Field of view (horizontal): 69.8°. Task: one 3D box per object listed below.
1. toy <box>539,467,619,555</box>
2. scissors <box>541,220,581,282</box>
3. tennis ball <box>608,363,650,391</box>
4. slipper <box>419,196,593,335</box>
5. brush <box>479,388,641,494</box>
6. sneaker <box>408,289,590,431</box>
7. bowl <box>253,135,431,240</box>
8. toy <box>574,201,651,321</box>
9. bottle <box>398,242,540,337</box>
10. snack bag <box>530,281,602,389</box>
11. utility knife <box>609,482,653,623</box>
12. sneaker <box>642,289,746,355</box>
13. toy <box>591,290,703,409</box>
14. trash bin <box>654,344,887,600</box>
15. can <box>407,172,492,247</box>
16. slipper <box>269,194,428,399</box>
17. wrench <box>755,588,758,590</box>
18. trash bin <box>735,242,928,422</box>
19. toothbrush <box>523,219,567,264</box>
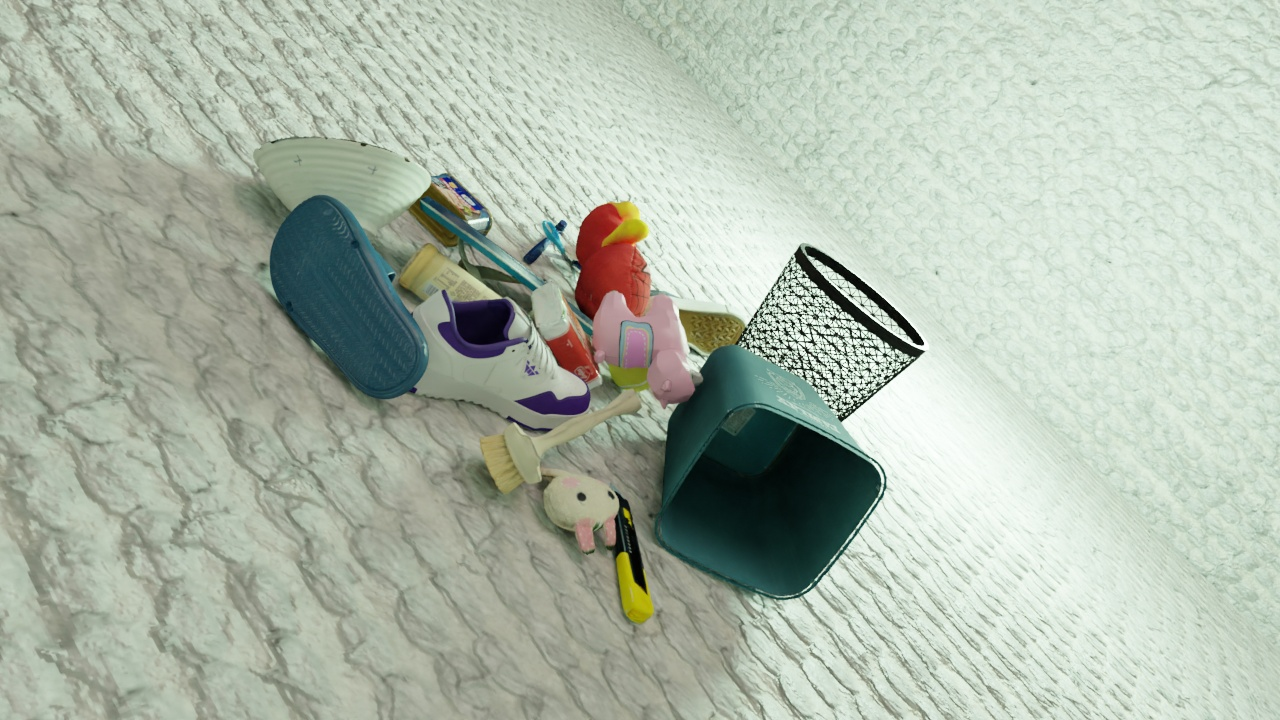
[{"bbox_3d":[-0.059,0.134,0.876,0.087,0.050,0.112,10,43,-49],"label":"toy"},{"bbox_3d":[-0.102,-0.147,1.313,0.133,0.014,0.127,18,42,-54],"label":"scissors"},{"bbox_3d":[-0.007,0.007,1.144,0.065,0.065,0.065,32,25,-18],"label":"tennis ball"},{"bbox_3d":[-0.163,-0.097,1.092,0.294,0.060,0.118,38,4,-43],"label":"slipper"},{"bbox_3d":[-0.069,0.070,0.924,0.271,0.077,0.062,-22,100,-61],"label":"brush"},{"bbox_3d":[-0.132,-0.008,0.927,0.244,0.111,0.091,18,32,-41],"label":"sneaker"},{"bbox_3d":[-0.310,-0.166,0.952,0.177,0.178,0.071,12,77,-48],"label":"bowl"},{"bbox_3d":[-0.040,-0.122,1.243,0.098,0.148,0.215,3,38,-7],"label":"toy"},{"bbox_3d":[-0.185,-0.059,1.007,0.162,0.057,0.056,38,24,-7],"label":"bottle"},{"bbox_3d":[-0.085,-0.025,1.060,0.077,0.036,0.116,-108,172,-50],"label":"snack bag"},{"bbox_3d":[-0.013,0.181,0.893,0.028,0.020,0.174,35,22,-30],"label":"utility knife"},{"bbox_3d":[0.067,-0.068,1.367,0.235,0.088,0.079,9,33,-45],"label":"sneaker"},{"bbox_3d":[0.006,-0.013,1.067,0.123,0.067,0.157,0,44,-5],"label":"toy"},{"bbox_3d":[0.127,0.106,1.024,0.196,0.199,0.218,27,20,-13],"label":"trash bin"},{"bbox_3d":[-0.241,-0.188,1.151,0.100,0.054,0.058,43,25,7],"label":"can"},{"bbox_3d":[-0.268,-0.055,0.845,0.213,0.104,0.059,55,5,13],"label":"slipper"},{"bbox_3d":[0.150,0.194,1.122,0.047,0.009,0.272,37,24,-8],"label":"wrench"},{"bbox_3d":[0.226,0.002,1.260,0.217,0.244,0.216,33,21,-15],"label":"trash bin"},{"bbox_3d":[-0.135,-0.174,1.327,0.016,0.017,0.189,37,24,-6],"label":"toothbrush"}]
